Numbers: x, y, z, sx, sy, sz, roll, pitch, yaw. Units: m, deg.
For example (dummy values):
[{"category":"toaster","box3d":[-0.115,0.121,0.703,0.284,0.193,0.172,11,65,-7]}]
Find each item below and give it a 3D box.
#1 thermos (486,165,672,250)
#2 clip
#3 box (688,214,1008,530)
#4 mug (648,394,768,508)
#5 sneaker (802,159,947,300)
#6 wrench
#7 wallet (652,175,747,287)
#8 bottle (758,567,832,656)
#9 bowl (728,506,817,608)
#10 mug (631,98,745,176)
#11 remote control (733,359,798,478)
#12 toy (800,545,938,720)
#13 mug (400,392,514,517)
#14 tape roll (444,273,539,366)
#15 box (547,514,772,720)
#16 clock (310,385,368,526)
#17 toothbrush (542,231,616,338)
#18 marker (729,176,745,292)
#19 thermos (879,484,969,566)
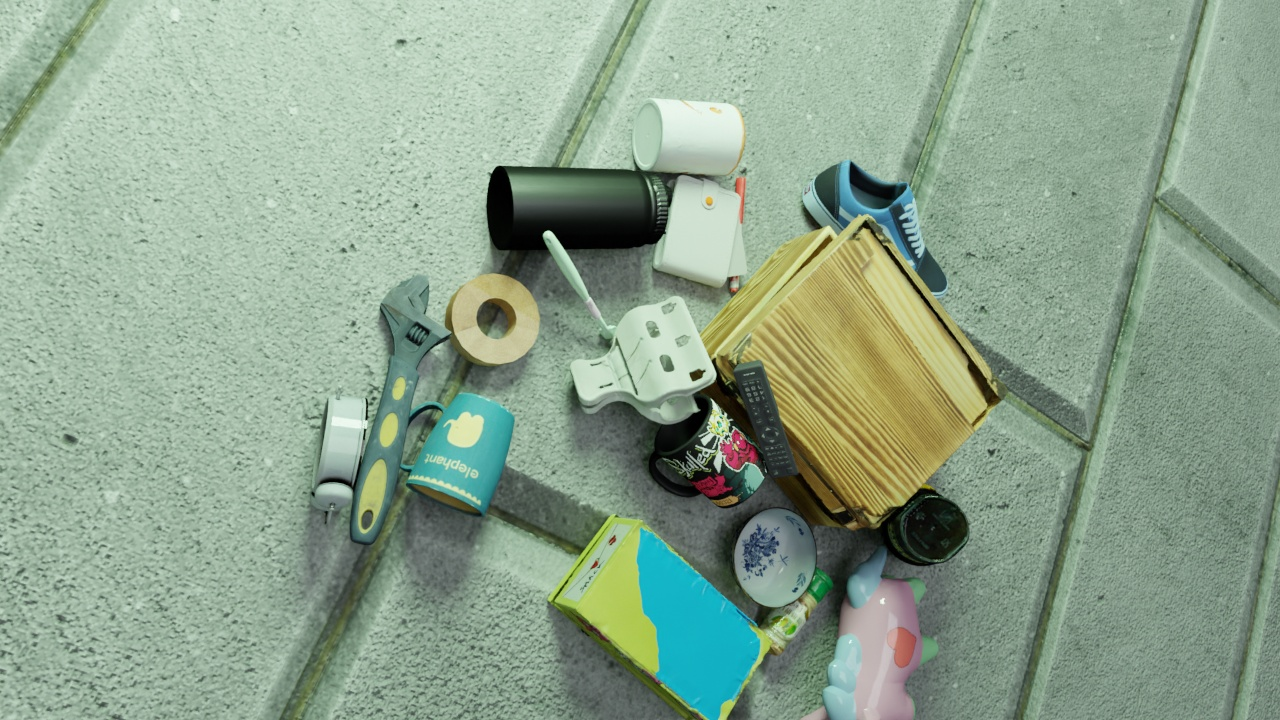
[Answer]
[{"category":"thermos","box3d":[-0.056,-0.162,0.980,0.198,0.086,0.086,-4,86,-27]},{"category":"clip","box3d":[0.003,0.016,0.987,0.152,0.126,0.101,-30,140,11]},{"category":"box","box3d":[0.223,0.024,1.045,0.250,0.192,0.279,-46,106,-21]},{"category":"mug","box3d":[0.064,0.107,1.001,0.098,0.118,0.081,43,32,-22]},{"category":"sneaker","box3d":[0.320,-0.161,1.151,0.241,0.099,0.083,36,52,-18]},{"category":"wrench","box3d":[-0.235,0.040,0.879,0.073,0.022,0.272,13,68,-12]},{"category":"wallet","box3d":[0.079,-0.149,1.074,0.115,0.038,0.118,14,82,-24]},{"category":"bottle","box3d":[0.178,0.291,1.072,0.110,0.043,0.043,-46,104,-22]},{"category":"bowl","box3d":[0.144,0.225,1.059,0.114,0.045,0.114,4,82,-26]},{"category":"mug","box3d":[0.054,-0.254,1.047,0.105,0.082,0.082,-3,86,-25]},{"category":"remote control","box3d":[0.132,0.063,0.955,0.015,0.032,0.136,-62,135,-58]},{"category":"toy","box3d":[0.270,0.340,1.079,0.170,0.120,0.222,-10,90,-37]},{"category":"mug","box3d":[-0.185,0.085,0.900,0.112,0.084,0.104,19,69,6]},{"category":"tape roll","box3d":[-0.153,-0.042,0.951,0.094,0.027,0.094,3,83,-26]},{"category":"box","box3d":[0.025,0.280,0.980,0.221,0.079,0.124,44,67,-18]},{"category":"clock","box3d":[-0.277,0.090,0.838,0.035,0.095,0.122,11,74,-21]},{"category":"toothbrush","box3d":[-0.063,-0.078,0.967,0.015,0.022,0.155,-83,152,-42]},{"category":"marker","box3d":[0.117,-0.152,1.106,0.012,0.013,0.142,9,81,-25]},{"category":"thermos","box3d":[0.333,0.194,1.072,0.098,0.221,0.098,-2,80,12]}]
